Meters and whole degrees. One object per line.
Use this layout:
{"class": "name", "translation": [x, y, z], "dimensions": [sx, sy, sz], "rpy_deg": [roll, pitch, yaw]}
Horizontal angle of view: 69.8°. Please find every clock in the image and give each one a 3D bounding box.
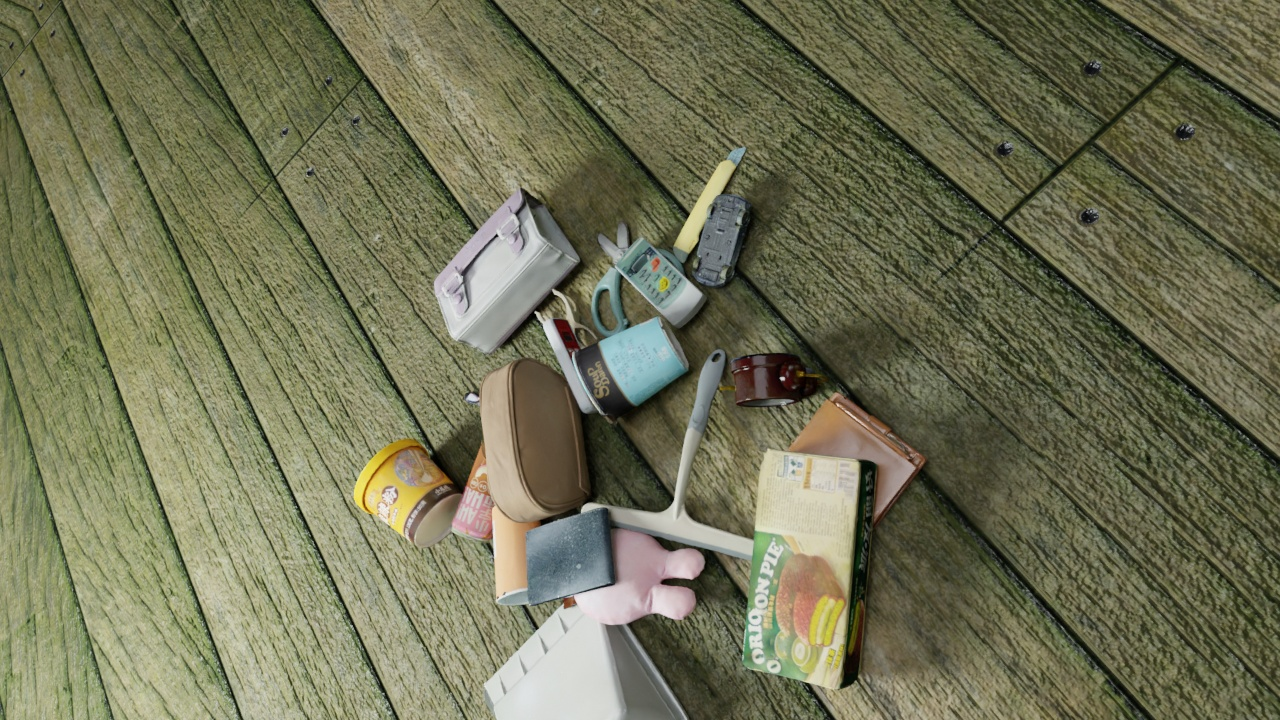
{"class": "clock", "translation": [0.159, 0.022, 1.070], "dimensions": [0.122, 0.082, 0.055], "rpy_deg": [-7, 77, 28]}

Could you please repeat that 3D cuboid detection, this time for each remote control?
{"class": "remote control", "translation": [0.025, -0.102, 1.191], "dimensions": [0.056, 0.019, 0.135], "rpy_deg": [-47, 60, 8]}
{"class": "remote control", "translation": [-0.085, 0.006, 1.204], "dimensions": [0.020, 0.055, 0.136], "rpy_deg": [-29, 79, 19]}

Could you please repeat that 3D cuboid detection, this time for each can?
{"class": "can", "translation": [-0.205, 0.168, 1.239], "dimensions": [0.058, 0.058, 0.147], "rpy_deg": [17, 85, 31]}

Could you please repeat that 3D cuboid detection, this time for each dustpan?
{"class": "dustpan", "translation": [-0.050, 0.443, 1.109], "dimensions": [0.223, 0.142, 0.257], "rpy_deg": [-47, 31, 9]}

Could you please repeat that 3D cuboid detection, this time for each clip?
{"class": "clip", "translation": [-0.106, -0.044, 1.261], "dimensions": [0.089, 0.035, 0.104], "rpy_deg": [-31, 72, 14]}

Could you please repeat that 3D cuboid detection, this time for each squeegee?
{"class": "squeegee", "translation": [0.067, 0.097, 1.112], "dimensions": [0.247, 0.039, 0.246], "rpy_deg": [11, 76, 20]}

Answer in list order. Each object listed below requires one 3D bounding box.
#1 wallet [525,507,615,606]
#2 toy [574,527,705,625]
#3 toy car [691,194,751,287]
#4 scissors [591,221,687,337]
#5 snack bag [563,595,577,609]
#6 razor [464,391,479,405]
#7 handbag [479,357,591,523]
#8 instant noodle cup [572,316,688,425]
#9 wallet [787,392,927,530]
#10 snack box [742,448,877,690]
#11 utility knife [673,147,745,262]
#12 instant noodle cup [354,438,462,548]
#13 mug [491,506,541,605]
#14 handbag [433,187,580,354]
{"class": "wallet", "translation": [-0.087, 0.238, 1.110], "dimensions": [0.121, 0.019, 0.097], "rpy_deg": [-20, 55, 21]}
{"class": "toy", "translation": [-0.003, 0.261, 1.100], "dimensions": [0.160, 0.054, 0.121], "rpy_deg": [5, 59, 25]}
{"class": "toy car", "translation": [0.105, -0.153, 1.175], "dimensions": [0.054, 0.036, 0.120], "rpy_deg": [19, 96, 30]}
{"class": "scissors", "translation": [-0.001, -0.116, 1.232], "dimensions": [0.177, 0.019, 0.174], "rpy_deg": [-7, 72, 27]}
{"class": "snack bag", "translation": [-0.089, 0.260, 1.167], "dimensions": [0.045, 0.026, 0.105], "rpy_deg": [-27, 62, 36]}
{"class": "razor", "translation": [-0.196, 0.068, 1.284], "dimensions": [0.143, 0.022, 0.042], "rpy_deg": [19, 84, 31]}
{"class": "handbag", "translation": [-0.137, 0.104, 1.171], "dimensions": [0.100, 0.147, 0.204], "rpy_deg": [-22, 66, 35]}
{"class": "instant noodle cup", "translation": [-0.007, 0.007, 1.157], "dimensions": [0.120, 0.111, 0.111], "rpy_deg": [-28, 64, 9]}
{"class": "wallet", "translation": [0.238, 0.112, 1.032], "dimensions": [0.132, 0.031, 0.108], "rpy_deg": [40, 100, 30]}
{"class": "snack box", "translation": [0.184, 0.220, 0.993], "dimensions": [0.115, 0.063, 0.240], "rpy_deg": [2, 85, 33]}
{"class": "utility knife", "translation": [0.089, -0.209, 1.209], "dimensions": [0.031, 0.019, 0.175], "rpy_deg": [28, 92, 27]}
{"class": "instant noodle cup", "translation": [-0.311, 0.188, 1.263], "dimensions": [0.114, 0.118, 0.118], "rpy_deg": [36, 94, 23]}
{"class": "mug", "translation": [-0.155, 0.246, 1.184], "dimensions": [0.078, 0.078, 0.122], "rpy_deg": [-24, 63, 21]}
{"class": "handbag", "translation": [-0.198, -0.129, 1.293], "dimensions": [0.197, 0.098, 0.145], "rpy_deg": [-44, 47, 16]}
